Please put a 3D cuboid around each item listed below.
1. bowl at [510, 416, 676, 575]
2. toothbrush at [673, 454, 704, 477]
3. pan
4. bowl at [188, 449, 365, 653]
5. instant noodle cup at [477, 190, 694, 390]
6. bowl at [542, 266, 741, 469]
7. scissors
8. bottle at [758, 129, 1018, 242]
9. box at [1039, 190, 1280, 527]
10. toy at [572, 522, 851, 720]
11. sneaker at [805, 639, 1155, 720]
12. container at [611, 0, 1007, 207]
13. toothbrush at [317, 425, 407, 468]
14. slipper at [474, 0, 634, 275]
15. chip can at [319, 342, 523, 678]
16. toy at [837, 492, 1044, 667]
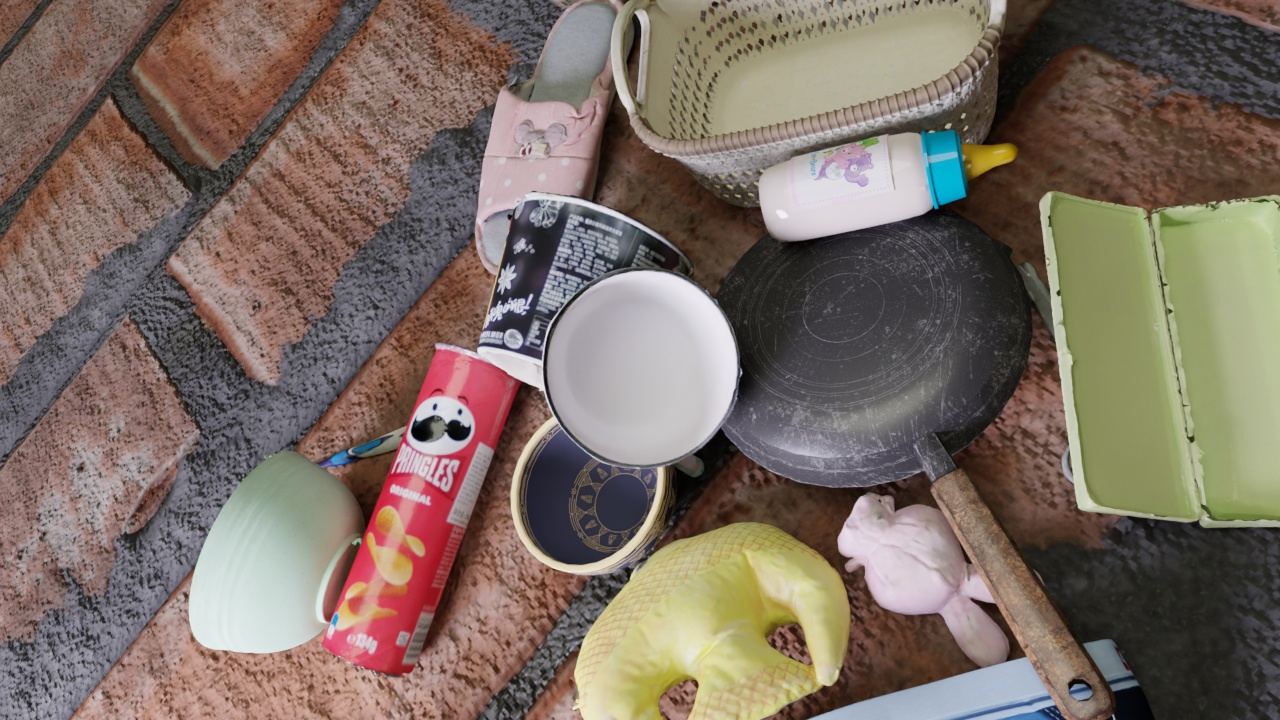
[{"bbox_3d":[-0.023,0.090,0.615,0.113,0.061,0.112,-11,65,24],"label":"bowl"},{"bbox_3d":[-0.026,0.037,0.668,0.181,0.016,0.016,28,80,35],"label":"toothbrush"},{"bbox_3d":[0.150,0.033,0.510,0.208,0.040,0.356,-30,50,9],"label":"pan"},{"bbox_3d":[-0.250,0.148,0.673,0.077,0.151,0.150,17,77,7],"label":"bowl"},{"bbox_3d":[-0.046,-0.036,0.635,0.137,0.137,0.112,14,76,31],"label":"instant noodle cup"},{"bbox_3d":[-0.003,0.003,0.549,0.116,0.066,0.116,0,92,-8],"label":"bowl"},{"bbox_3d":[0.267,0.009,0.526,0.095,0.014,0.170,-5,69,24],"label":"scissors"},{"bbox_3d":[0.145,-0.107,0.543,0.146,0.051,0.051,-10,65,23],"label":"bottle"},{"bbox_3d":[0.289,-0.004,0.494,0.141,0.044,0.187,2,67,1],"label":"box"},{"bbox_3d":[0.034,0.157,0.539,0.170,0.065,0.155,-29,31,-7],"label":"toy"},{"bbox_3d":[0.139,0.222,0.464,0.242,0.083,0.098,-22,61,15],"label":"sneaker"},{"bbox_3d":[0.120,-0.203,0.615,0.247,0.143,0.184,-6,67,25],"label":"container"},{"bbox_3d":[-0.241,0.076,0.762,0.189,0.017,0.016,-19,61,21],"label":"toothbrush"},{"bbox_3d":[-0.077,-0.196,0.769,0.114,0.054,0.274,6,72,30],"label":"slipper"},{"bbox_3d":[-0.158,0.107,0.674,0.073,0.073,0.232,12,76,31],"label":"chip can"},{"bbox_3d":[0.165,0.119,0.515,0.110,0.047,0.063,33,89,24],"label":"toy"}]
